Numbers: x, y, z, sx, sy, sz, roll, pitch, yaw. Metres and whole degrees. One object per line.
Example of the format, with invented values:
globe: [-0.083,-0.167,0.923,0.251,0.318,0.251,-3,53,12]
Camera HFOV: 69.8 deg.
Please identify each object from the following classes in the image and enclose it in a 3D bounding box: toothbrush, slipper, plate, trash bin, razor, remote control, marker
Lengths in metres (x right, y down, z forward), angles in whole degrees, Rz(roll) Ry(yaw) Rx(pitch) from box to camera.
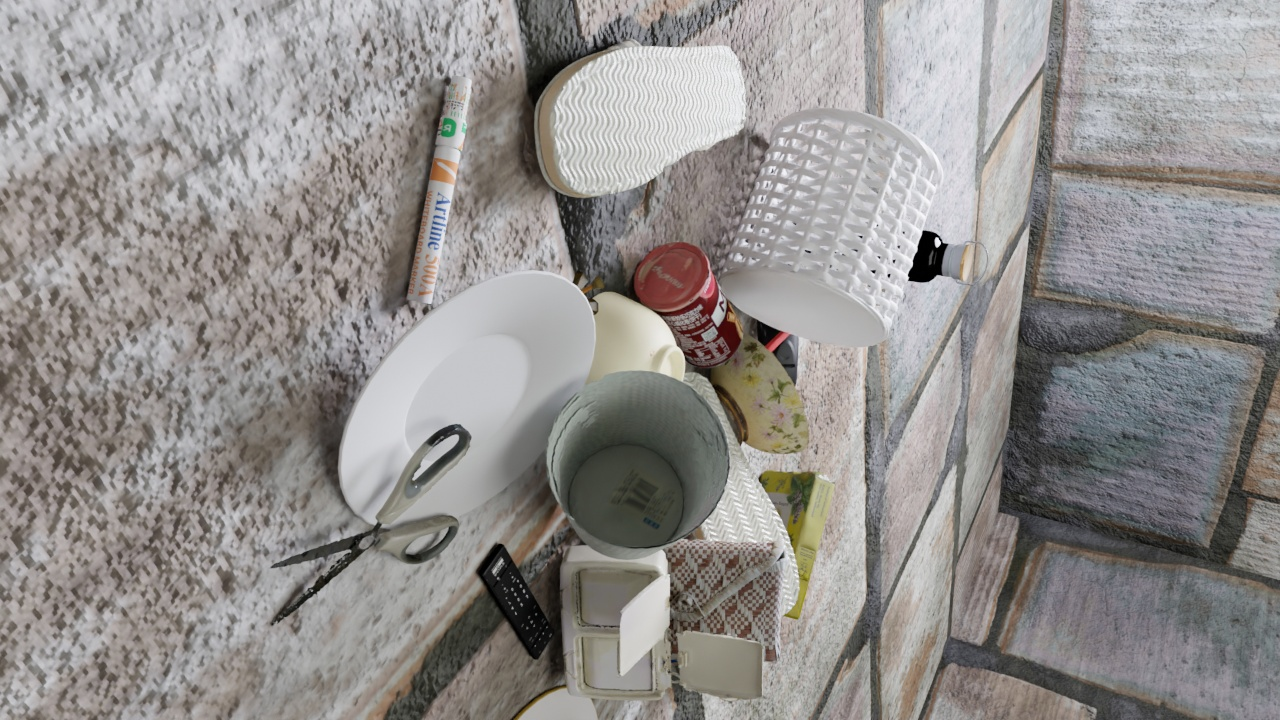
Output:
toothbrush: [0.181,-0.051,1.071,0.212,0.012,0.018,-41,105,-31]
slipper: [0.079,0.138,0.927,0.114,0.052,0.263,-25,91,-39]
plate: [-0.098,0.419,0.853,0.229,0.021,0.230,-30,127,-52]
plate: [-0.113,0.028,0.621,0.208,0.015,0.209,-35,147,-27]
trash bin: [-0.007,0.096,0.734,0.161,0.133,0.133,101,13,-70]
slipper: [0.005,-0.202,0.747,0.271,0.054,0.114,-33,126,-45]
razor: [0.160,-0.020,1.099,0.053,0.064,0.140,1,92,-18]
remote control: [-0.102,0.205,0.772,0.030,0.009,0.140,-55,144,-33]
marker: [-0.129,-0.109,0.591,0.017,0.017,0.145,6,96,-60]

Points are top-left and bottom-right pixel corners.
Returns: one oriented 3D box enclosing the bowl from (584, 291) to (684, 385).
bowl: [-0.005,0.005,0.793,0.117,0.074,0.118,-30,127,-52]

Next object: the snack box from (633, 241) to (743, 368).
snack box: [0.048,-0.050,0.865,0.072,0.072,0.121,-66,149,-18]

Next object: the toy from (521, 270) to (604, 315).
toy: [-0.065,-0.036,0.679,0.099,0.063,0.076,-32,112,-28]

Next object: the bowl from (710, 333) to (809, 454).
bowl: [0.109,0.048,0.975,0.063,0.145,0.145,-28,132,-16]

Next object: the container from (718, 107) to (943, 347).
container: [0.200,-0.136,0.974,0.189,0.189,0.186,41,68,-57]

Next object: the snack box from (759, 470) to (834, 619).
snack box: [0.173,0.223,1.150,0.045,0.121,0.180,23,78,-22]

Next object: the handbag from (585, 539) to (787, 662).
handbag: [0.041,0.221,0.856,0.047,0.186,0.124,-73,164,-66]

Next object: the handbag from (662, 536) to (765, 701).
handbag: [0.082,0.268,1.011,0.199,0.093,0.200,55,52,-31]

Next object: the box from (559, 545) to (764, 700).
box: [0.016,0.247,0.790,0.098,0.184,0.143,-71,159,-71]

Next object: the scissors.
scissors: [-0.164,0.108,0.598,0.171,0.012,0.157,-53,154,-6]

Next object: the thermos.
thermos: [0.293,-0.129,1.090,0.061,0.232,0.061,-30,127,-52]
